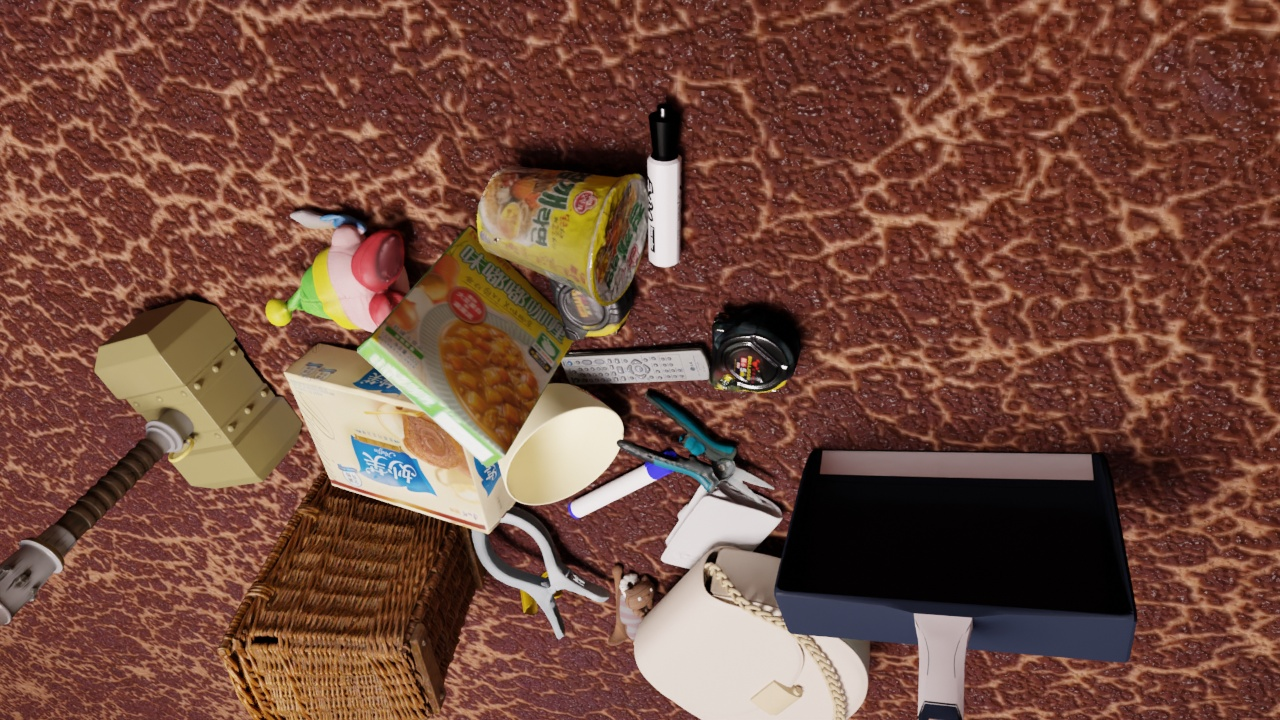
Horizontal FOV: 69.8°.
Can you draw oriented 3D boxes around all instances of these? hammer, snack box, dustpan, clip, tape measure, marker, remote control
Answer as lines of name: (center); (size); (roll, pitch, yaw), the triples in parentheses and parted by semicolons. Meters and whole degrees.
hammer: (-0.485, 0.109, 0.855); (0.101, 0.323, 0.190); (-10, 122, 27)
snack box: (-0.129, -0.016, 0.729); (0.132, 0.167, 0.027); (44, 128, -16)
snack box: (-0.231, 0.074, 0.892); (0.208, 0.055, 0.153); (11, 130, 25)
dustpan: (0.219, 0.158, 0.659); (0.237, 0.272, 0.080); (-1, 141, 21)
clip: (-0.124, 0.230, 0.979); (0.163, 0.028, 0.108); (44, 101, -8)
tape measure: (-0.038, -0.054, 0.754); (0.063, 0.038, 0.067); (-1, 123, 31)
marker: (-0.018, 0.122, 0.894); (0.142, 0.020, 0.020); (-31, 111, 36)
tape measure: (0.091, -0.007, 0.739); (0.072, 0.042, 0.072); (12, 128, 17)
clip: (-0.113, 0.253, 1.022); (0.046, 0.053, 0.035); (-20, 117, -3)
marker: (0.018, -0.128, 0.682); (0.025, 0.025, 0.126); (9, 129, 13)
remote control: (-0.005, 0.005, 0.801); (0.137, 0.013, 0.033); (-4, 125, 23)

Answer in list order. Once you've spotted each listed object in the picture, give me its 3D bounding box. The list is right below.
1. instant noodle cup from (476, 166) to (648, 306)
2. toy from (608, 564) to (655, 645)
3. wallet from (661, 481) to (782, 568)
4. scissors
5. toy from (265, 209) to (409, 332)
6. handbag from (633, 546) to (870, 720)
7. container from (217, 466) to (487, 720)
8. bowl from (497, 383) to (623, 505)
instant noodle cup: (-0.059, -0.103, 0.693); (0.108, 0.102, 0.102); (17, 131, 18)
toy: (-0.010, 0.268, 0.992); (0.055, 0.041, 0.102); (20, 126, 35)
wallet: (0.076, 0.163, 0.887); (0.086, 0.032, 0.116); (23, 130, -12)
scissors: (0.047, 0.082, 0.825); (0.122, 0.019, 0.149); (-22, 98, 0)
toy: (-0.260, -0.068, 0.794); (0.132, 0.096, 0.124); (6, 124, 40)
handbag: (0.117, 0.282, 0.910); (0.208, 0.103, 0.211); (30, 129, -7)
container: (-0.278, 0.253, 0.956); (0.183, 0.249, 0.162); (2, 127, 9)
bowl: (-0.084, 0.063, 0.830); (0.074, 0.117, 0.118); (51, 143, 36)
